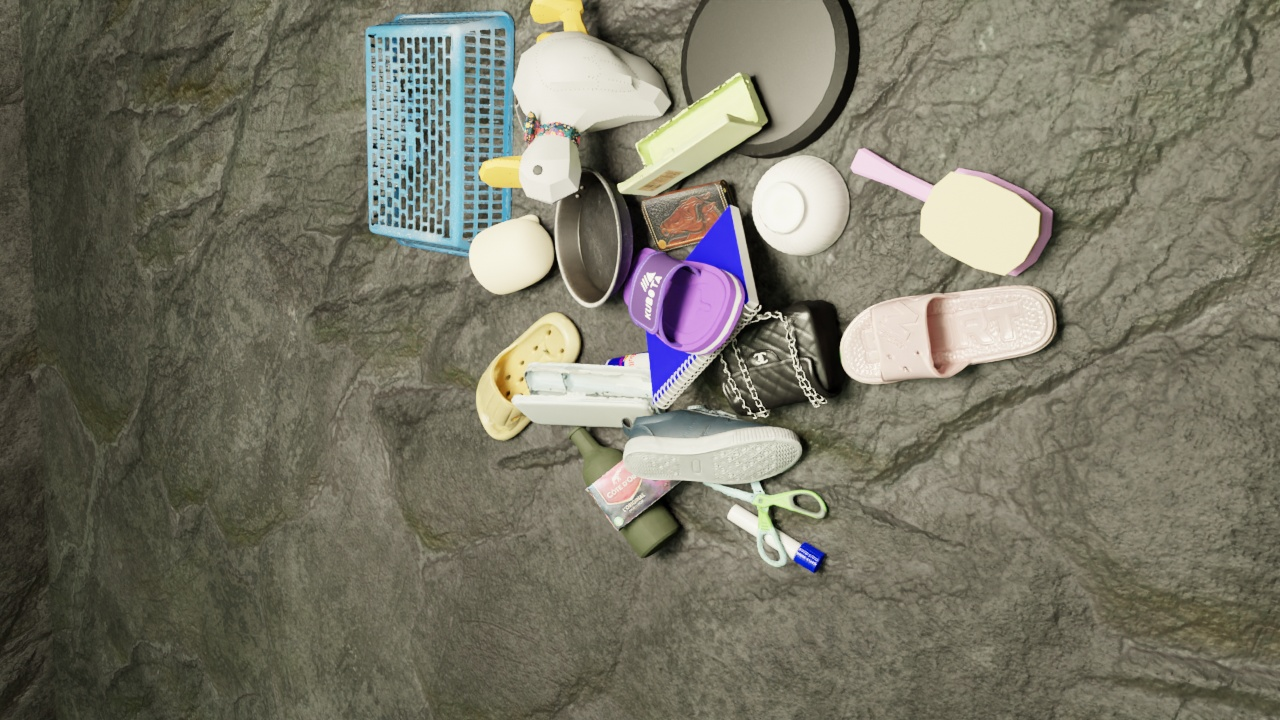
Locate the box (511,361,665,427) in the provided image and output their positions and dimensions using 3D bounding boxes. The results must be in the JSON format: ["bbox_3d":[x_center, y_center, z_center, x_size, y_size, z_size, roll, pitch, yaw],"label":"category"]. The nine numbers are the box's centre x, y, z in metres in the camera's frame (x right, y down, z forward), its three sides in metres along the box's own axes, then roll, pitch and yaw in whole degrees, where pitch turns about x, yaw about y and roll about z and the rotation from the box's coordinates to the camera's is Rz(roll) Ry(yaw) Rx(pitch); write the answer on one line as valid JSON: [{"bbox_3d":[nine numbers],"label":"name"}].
[{"bbox_3d":[-0.065,0.047,1.286,0.216,0.122,0.083,1,69,18],"label":"box"}]

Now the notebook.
[{"bbox_3d":[0.069,-0.061,1.131,0.210,0.022,0.171,-50,33,40],"label":"notebook"}]

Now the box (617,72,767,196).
[{"bbox_3d":[0.056,-0.272,1.101,0.188,0.091,0.083,-24,73,42],"label":"box"}]

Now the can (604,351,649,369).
[{"bbox_3d":[-0.008,0.007,1.269,0.095,0.032,0.032,-11,93,37],"label":"can"}]

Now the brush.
[{"bbox_3d":[0.321,-0.170,0.982,0.229,0.043,0.089,34,118,26],"label":"brush"}]

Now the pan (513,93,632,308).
[{"bbox_3d":[-0.098,-0.237,1.263,0.188,0.055,0.356,-52,53,51],"label":"pan"}]

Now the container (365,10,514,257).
[{"bbox_3d":[-0.316,-0.338,1.386,0.257,0.089,0.362,13,107,34],"label":"container"}]

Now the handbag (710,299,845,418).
[{"bbox_3d":[0.157,0.005,1.097,0.154,0.114,0.125,-16,91,34],"label":"handbag"}]

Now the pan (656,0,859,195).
[{"bbox_3d":[0.109,-0.311,1.115,0.225,0.034,0.357,51,123,16],"label":"pan"}]

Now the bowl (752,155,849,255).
[{"bbox_3d":[0.178,-0.180,1.074,0.118,0.062,0.118,8,105,35],"label":"bowl"}]

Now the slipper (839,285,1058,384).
[{"bbox_3d":[0.322,-0.028,0.999,0.240,0.064,0.094,-12,93,36],"label":"slipper"}]

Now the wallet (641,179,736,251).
[{"bbox_3d":[0.064,-0.185,1.173,0.123,0.019,0.072,-8,114,37],"label":"wallet"}]

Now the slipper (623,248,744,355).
[{"bbox_3d":[0.019,-0.085,1.112,0.266,0.084,0.107,39,110,62],"label":"slipper"}]

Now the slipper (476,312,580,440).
[{"bbox_3d":[-0.189,0.025,1.380,0.262,0.079,0.111,-45,70,33],"label":"slipper"}]

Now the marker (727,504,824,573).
[{"bbox_3d":[0.174,0.228,1.188,0.133,0.023,0.027,29,116,28],"label":"marker"}]

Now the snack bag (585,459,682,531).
[{"bbox_3d":[0.008,0.157,1.251,0.155,0.018,0.074,-39,74,1],"label":"snack bag"}]

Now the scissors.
[{"bbox_3d":[0.154,0.187,1.182,0.172,0.024,0.160,11,94,31],"label":"scissors"}]

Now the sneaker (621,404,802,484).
[{"bbox_3d":[0.088,0.100,1.179,0.236,0.087,0.089,-2,137,12],"label":"sneaker"}]

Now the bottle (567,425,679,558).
[{"bbox_3d":[-0.032,0.178,1.299,0.207,0.071,0.072,51,124,16],"label":"bottle"}]

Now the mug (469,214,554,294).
[{"bbox_3d":[-0.175,-0.163,1.324,0.100,0.096,0.120,-15,50,35],"label":"mug"}]

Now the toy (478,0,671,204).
[{"bbox_3d":[-0.086,-0.324,1.164,0.246,0.141,0.267,-6,72,-3],"label":"toy"}]
